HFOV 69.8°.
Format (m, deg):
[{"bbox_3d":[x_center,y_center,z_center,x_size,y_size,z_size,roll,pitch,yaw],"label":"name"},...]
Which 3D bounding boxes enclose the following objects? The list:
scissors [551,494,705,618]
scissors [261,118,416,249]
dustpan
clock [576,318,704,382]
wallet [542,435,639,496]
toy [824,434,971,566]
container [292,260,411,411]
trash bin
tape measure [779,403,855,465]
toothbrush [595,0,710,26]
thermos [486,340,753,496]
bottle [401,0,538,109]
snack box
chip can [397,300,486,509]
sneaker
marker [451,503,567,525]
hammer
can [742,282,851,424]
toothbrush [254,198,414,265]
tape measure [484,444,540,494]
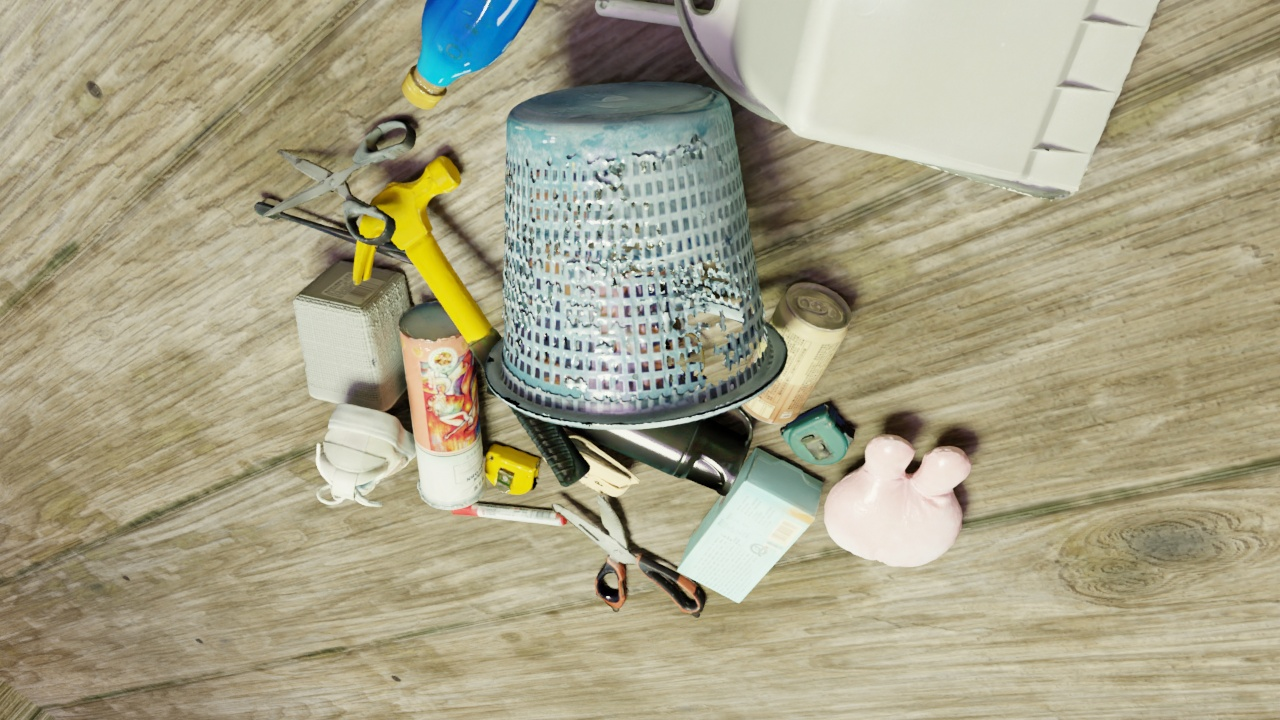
[{"bbox_3d":[-0.013,0.228,1.028,0.189,0.015,0.228,17,137,8],"label":"scissors"},{"bbox_3d":[-0.257,-0.149,0.783,0.181,0.159,0.014,-34,154,18],"label":"scissors"},{"bbox_3d":[0.158,-0.234,0.558,0.257,0.142,0.223,0,125,-14],"label":"dustpan"},{"bbox_3d":[-0.005,0.005,0.794,0.122,0.082,0.055,-12,171,1],"label":"clock"},{"bbox_3d":[-0.049,0.108,0.914,0.087,0.024,0.115,30,159,-9],"label":"wallet"},{"bbox_3d":[0.232,0.125,0.817,0.121,0.054,0.160,13,133,3],"label":"toy"},{"bbox_3d":[-0.272,-0.027,0.885,0.090,0.090,0.114,12,128,13],"label":"container"},{"bbox_3d":[-0.009,-0.088,0.651,0.227,0.225,0.195,6,117,19],"label":"trash bin"},{"bbox_3d":[0.160,0.069,0.821,0.054,0.025,0.058,46,131,-15],"label":"tape measure"},{"bbox_3d":[0.058,-0.227,0.620,0.190,0.020,0.029,13,102,14],"label":"toothbrush"},{"bbox_3d":[-0.015,0.039,0.853,0.242,0.068,0.090,23,101,1],"label":"thermos"},{"bbox_3d":[-0.105,-0.255,0.634,0.065,0.065,0.219,41,131,-13],"label":"bottle"},{"bbox_3d":[0.106,0.166,0.908,0.074,0.051,0.175,29,133,0],"label":"snack box"},{"bbox_3d":[-0.195,0.048,0.914,0.071,0.071,0.215,12,127,13],"label":"chip can"},{"bbox_3d":[-0.281,0.108,0.935,0.089,0.090,0.243,15,167,-9],"label":"sneaker"},{"bbox_3d":[-0.151,0.175,1.049,0.145,0.017,0.017,2,129,22],"label":"marker"},{"bbox_3d":[-0.138,-0.019,0.799,0.129,0.032,0.301,-31,98,16],"label":"hammer"},{"bbox_3d":[0.124,-0.004,0.752,0.058,0.058,0.117,24,134,3],"label":"can"},{"bbox_3d":[-0.275,-0.118,0.858,0.181,0.018,0.016,19,127,4],"label":"toothbrush"},{"bbox_3d":[-0.141,0.121,0.991,0.060,0.028,0.057,20,134,7],"label":"tape measure"}]
